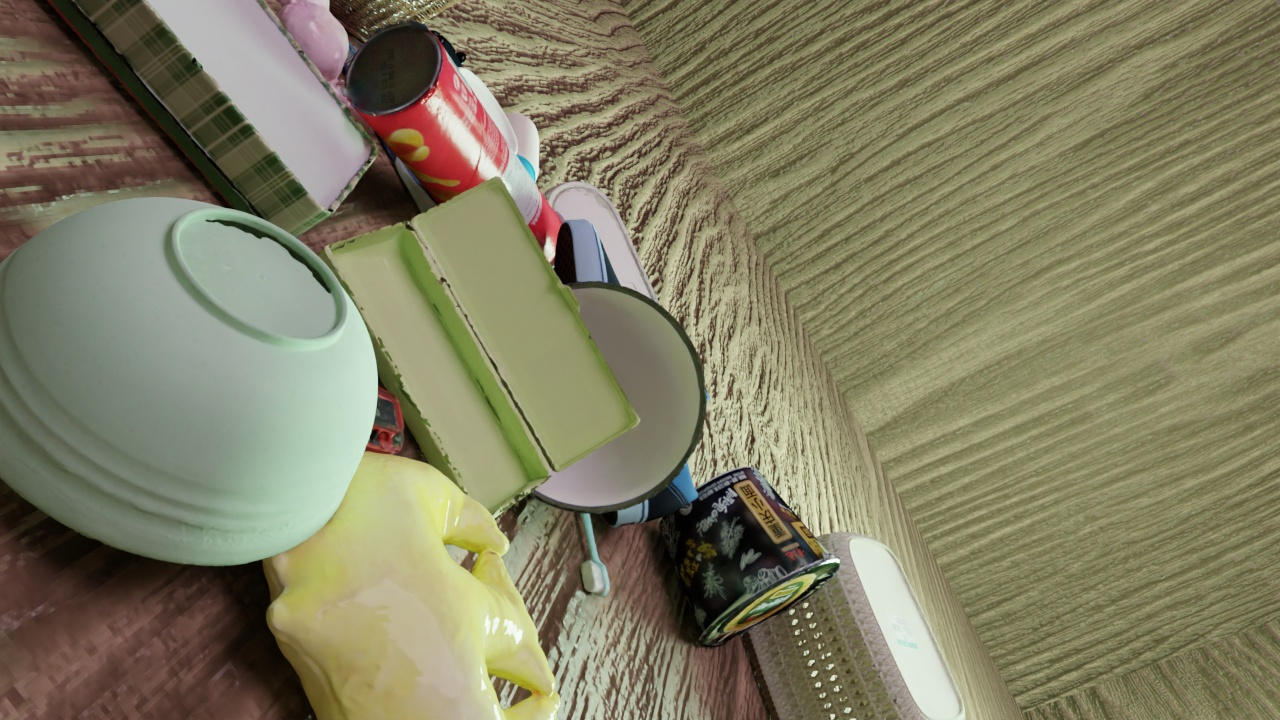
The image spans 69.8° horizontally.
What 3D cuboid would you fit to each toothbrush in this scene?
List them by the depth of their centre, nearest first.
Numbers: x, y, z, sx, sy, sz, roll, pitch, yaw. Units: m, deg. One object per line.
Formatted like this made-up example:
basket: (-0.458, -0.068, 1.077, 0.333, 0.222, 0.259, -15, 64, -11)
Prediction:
toothbrush: (-0.048, 0.093, 0.692, 0.016, 0.016, 0.180, 32, 32, -43)
toothbrush: (-0.183, -0.161, 0.697, 0.189, 0.017, 0.016, 61, 15, 0)

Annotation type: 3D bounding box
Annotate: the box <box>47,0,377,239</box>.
box: (-0.235, -0.166, 0.494, 0.205, 0.050, 0.117, 53, 20, -27)

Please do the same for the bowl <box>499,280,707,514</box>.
bowl: (-0.037, 0.026, 0.635, 0.153, 0.153, 0.073, 61, -12, -3)

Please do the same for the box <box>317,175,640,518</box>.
box: (-0.098, -0.008, 0.569, 0.187, 0.140, 0.044, 59, -28, -3)

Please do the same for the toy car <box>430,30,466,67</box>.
toy car: (-0.174, -0.254, 0.851, 0.046, 0.034, 0.112, 21, 43, -65)

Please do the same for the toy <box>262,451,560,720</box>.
toy: (-0.102, 0.108, 0.406, 0.154, 0.065, 0.170, 28, 30, -50)

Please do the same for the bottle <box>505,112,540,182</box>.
bottle: (-0.122, -0.185, 0.869, 0.051, 0.051, 0.146, 51, 19, -33)

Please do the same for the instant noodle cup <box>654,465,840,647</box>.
instant noodle cup: (0.086, 0.165, 0.797, 0.112, 0.137, 0.137, 59, 13, 27)

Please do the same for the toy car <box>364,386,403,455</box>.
toy car: (-0.153, 0.026, 0.449, 0.091, 0.036, 0.042, 25, 40, -55)

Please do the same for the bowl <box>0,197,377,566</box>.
bowl: (-0.159, -0.007, 0.343, 0.151, 0.077, 0.150, 37, 23, -19)

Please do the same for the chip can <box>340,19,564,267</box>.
chip can: (-0.123, -0.138, 0.662, 0.233, 0.073, 0.073, 54, 13, -65)

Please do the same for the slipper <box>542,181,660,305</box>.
slipper: (-0.029, -0.025, 0.810, 0.114, 0.055, 0.274, -15, 85, -41)

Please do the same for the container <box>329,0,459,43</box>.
container: (-0.227, -0.340, 0.689, 0.198, 0.113, 0.113, 26, 39, -64)

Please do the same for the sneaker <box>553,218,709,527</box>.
sneaker: (-0.004, 0.004, 0.727, 0.083, 0.098, 0.241, 167, -90, -70)

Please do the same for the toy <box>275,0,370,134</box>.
toy: (-0.217, -0.197, 0.606, 0.063, 0.047, 0.110, -11, 84, -70)

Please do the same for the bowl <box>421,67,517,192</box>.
bowl: (-0.151, -0.188, 0.754, 0.116, 0.066, 0.116, 54, 17, -26)

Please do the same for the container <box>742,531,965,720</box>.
container: (0.201, 0.288, 0.902, 0.184, 0.143, 0.246, 20, 43, -48)
